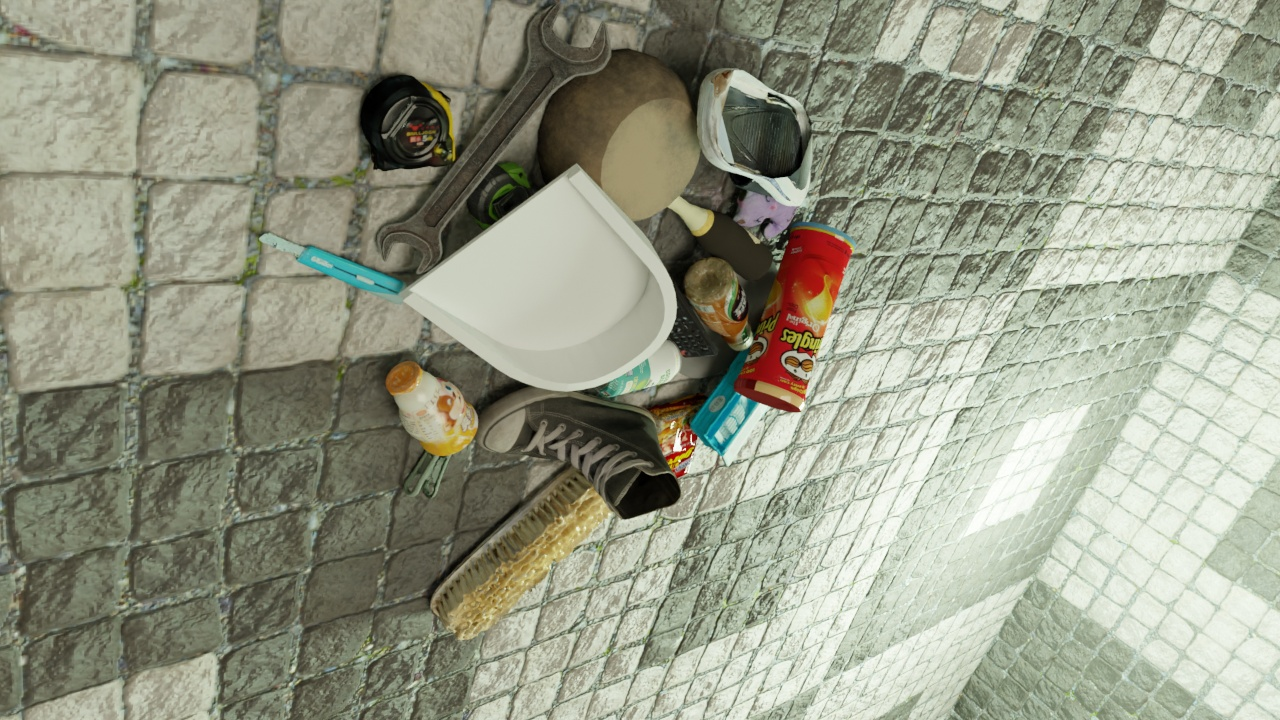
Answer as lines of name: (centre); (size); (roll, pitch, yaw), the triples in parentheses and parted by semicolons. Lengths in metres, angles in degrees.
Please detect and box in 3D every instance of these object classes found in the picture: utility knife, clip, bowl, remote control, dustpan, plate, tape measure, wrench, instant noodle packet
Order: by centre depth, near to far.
tape measure: (-0.183, -0.186, 0.725); (0.071, 0.042, 0.072); (-13, 134, -30)
utility knife: (-0.255, -0.077, 0.768); (0.140, 0.015, 0.022); (21, 102, -47)
wrench: (-0.126, -0.185, 0.778); (0.070, 0.010, 0.273); (38, 94, -15)
tape measure: (-0.123, -0.142, 0.821); (0.058, 0.036, 0.066); (-37, 140, -14)
bowl: (-0.010, -0.200, 0.854); (0.161, 0.070, 0.162); (-25, 136, -27)
dustpan: (-0.068, -0.052, 0.876); (0.192, 0.053, 0.257); (-34, 152, 11)
clip: (-0.217, 0.110, 0.951); (0.037, 0.023, 0.075); (14, 109, -47)
remote control: (0.040, -0.055, 1.034); (0.150, 0.047, 0.022); (54, 43, -43)
plate: (0.100, -0.057, 1.123); (0.178, 0.012, 0.179); (-25, 136, -27)
instant noodle packet: (0.037, 0.104, 1.176); (0.098, 0.040, 0.136); (-19, 132, -42)

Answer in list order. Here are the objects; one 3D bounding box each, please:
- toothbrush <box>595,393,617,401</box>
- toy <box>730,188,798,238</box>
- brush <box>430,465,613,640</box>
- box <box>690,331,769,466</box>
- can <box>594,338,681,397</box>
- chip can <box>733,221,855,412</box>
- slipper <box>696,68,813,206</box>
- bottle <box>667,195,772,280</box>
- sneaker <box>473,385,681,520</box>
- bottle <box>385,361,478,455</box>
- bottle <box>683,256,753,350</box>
toothbrush: (-0.030, 0.122, 1.136); (0.026, 0.027, 0.223); (-39, 142, -29)
toy: (0.145, -0.175, 1.051); (0.099, 0.036, 0.080); (-11, 134, -39)
brush: (-0.132, 0.222, 1.095); (0.271, 0.056, 0.083); (-41, 142, -9)
box: (0.162, 0.030, 1.215); (0.226, 0.039, 0.181); (-53, 153, -8)
can: (-0.006, 0.006, 1.040); (0.101, 0.055, 0.055); (-13, 129, -37)
chip can: (0.185, -0.051, 1.096); (0.087, 0.087, 0.213); (31, 76, -51)
slipper: (0.112, -0.225, 0.935); (0.263, 0.063, 0.111); (-1, 98, -62)
bottle: (0.074, -0.144, 0.998); (0.184, 0.045, 0.045); (29, 100, -42)
sneaker: (-0.064, 0.102, 0.994); (0.234, 0.119, 0.095); (17, 119, -37)
bottle: (-0.202, 0.045, 0.879); (0.063, 0.063, 0.109); (-42, 141, -9)
bottle: (0.098, -0.057, 1.064); (0.059, 0.059, 0.167); (-46, 150, -4)
